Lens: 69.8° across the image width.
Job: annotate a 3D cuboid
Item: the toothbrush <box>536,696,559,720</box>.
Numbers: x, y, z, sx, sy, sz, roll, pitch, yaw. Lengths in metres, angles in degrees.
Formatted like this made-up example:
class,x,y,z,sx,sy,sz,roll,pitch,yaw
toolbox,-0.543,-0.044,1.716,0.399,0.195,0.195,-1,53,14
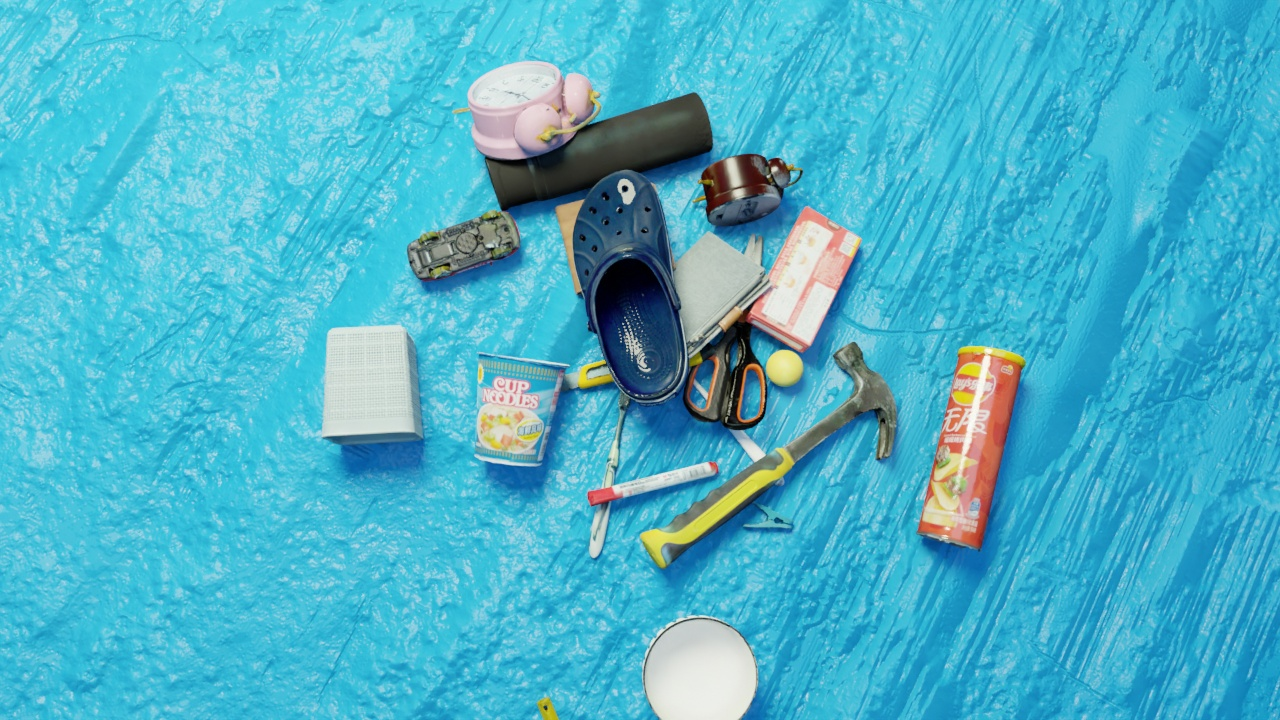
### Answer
class,x,y,z,sx,sy,sz,roll,pitch,yaw
toothbrush,-0.064,0.438,0.942,0.015,0.017,0.190,-23,86,-9

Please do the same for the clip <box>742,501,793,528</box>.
class,x,y,z,sx,sy,sz,roll,pitch,yaw
clip,0.139,0.172,0.998,0.055,0.013,0.034,11,83,-5

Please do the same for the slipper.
class,x,y,z,sx,sy,sz,roll,pitch,yaw
slipper,-0.016,-0.078,0.933,0.105,0.095,0.252,-13,77,8

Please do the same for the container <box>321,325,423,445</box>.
class,x,y,z,sx,sy,sz,roll,pitch,yaw
container,-0.273,0.026,0.938,0.090,0.090,0.111,-3,81,-7

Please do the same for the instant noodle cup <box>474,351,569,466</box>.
class,x,y,z,sx,sy,sz,roll,pitch,yaw
instant noodle cup,-0.129,0.051,0.951,0.099,0.099,0.110,8,89,-5

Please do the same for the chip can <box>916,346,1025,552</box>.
class,x,y,z,sx,sy,sz,roll,pitch,yaw
chip can,0.359,0.095,1.000,0.073,0.073,0.216,17,82,-3

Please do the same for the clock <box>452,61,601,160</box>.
class,x,y,z,sx,sy,sz,roll,pitch,yaw
clock,-0.112,-0.262,0.963,0.159,0.060,0.117,22,53,31

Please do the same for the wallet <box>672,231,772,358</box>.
class,x,y,z,sx,sy,sz,roll,pitch,yaw
wallet,0.065,-0.068,0.995,0.129,0.037,0.106,-44,56,-9

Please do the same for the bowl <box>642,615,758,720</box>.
class,x,y,z,sx,sy,sz,roll,pitch,yaw
bowl,0.057,0.319,0.944,0.116,0.066,0.116,1,82,-5

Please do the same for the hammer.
class,x,y,z,sx,sy,sz,roll,pitch,yaw
hammer,0.143,0.117,0.983,0.322,0.032,0.126,-34,88,-14

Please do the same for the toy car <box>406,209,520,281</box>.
class,x,y,z,sx,sy,sz,roll,pitch,yaw
toy car,-0.189,-0.122,0.986,0.120,0.045,0.053,-19,87,-3

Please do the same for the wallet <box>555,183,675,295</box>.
class,x,y,z,sx,sy,sz,roll,pitch,yaw
wallet,-0.028,-0.134,1.007,0.115,0.020,0.101,-15,85,5

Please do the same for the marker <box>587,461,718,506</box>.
class,x,y,z,sx,sy,sz,roll,pitch,yaw
marker,0.014,0.131,0.980,0.145,0.017,0.017,-12,84,-15

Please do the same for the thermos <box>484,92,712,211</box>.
class,x,y,z,sx,sy,sz,roll,pitch,yaw
thermos,-0.049,-0.237,1.006,0.242,0.068,0.090,-17,63,-7

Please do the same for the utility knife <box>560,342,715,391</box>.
class,x,y,z,sx,sy,sz,roll,pitch,yaw
utility knife,-0.006,0.006,0.989,0.176,0.015,0.033,-14,62,5

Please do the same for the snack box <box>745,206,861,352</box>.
class,x,y,z,sx,sy,sz,roll,pitch,yaw
snack box,0.181,-0.091,1.014,0.075,0.025,0.152,29,70,-1

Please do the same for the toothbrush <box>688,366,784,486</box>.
class,x,y,z,sx,sy,sz,roll,pitch,yaw
toothbrush,0.098,0.067,1.005,0.016,0.016,0.180,-40,88,-10

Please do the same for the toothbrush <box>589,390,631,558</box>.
class,x,y,z,sx,sy,sz,roll,pitch,yaw
toothbrush,-0.031,0.117,0.985,0.016,0.018,0.191,12,82,-4

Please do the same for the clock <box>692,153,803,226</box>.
class,x,y,z,sx,sy,sz,roll,pitch,yaw
clock,0.120,-0.189,1.007,0.122,0.082,0.055,-12,78,-5

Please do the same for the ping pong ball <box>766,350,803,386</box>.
class,x,y,z,sx,sy,sz,roll,pitch,yaw
ping pong ball,0.158,0.009,1.006,0.040,0.040,0.040,1,83,-6

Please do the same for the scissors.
class,x,y,z,sx,sy,sz,roll,pitch,yaw
scissors,0.122,-0.031,1.010,0.139,0.022,0.234,33,75,6
